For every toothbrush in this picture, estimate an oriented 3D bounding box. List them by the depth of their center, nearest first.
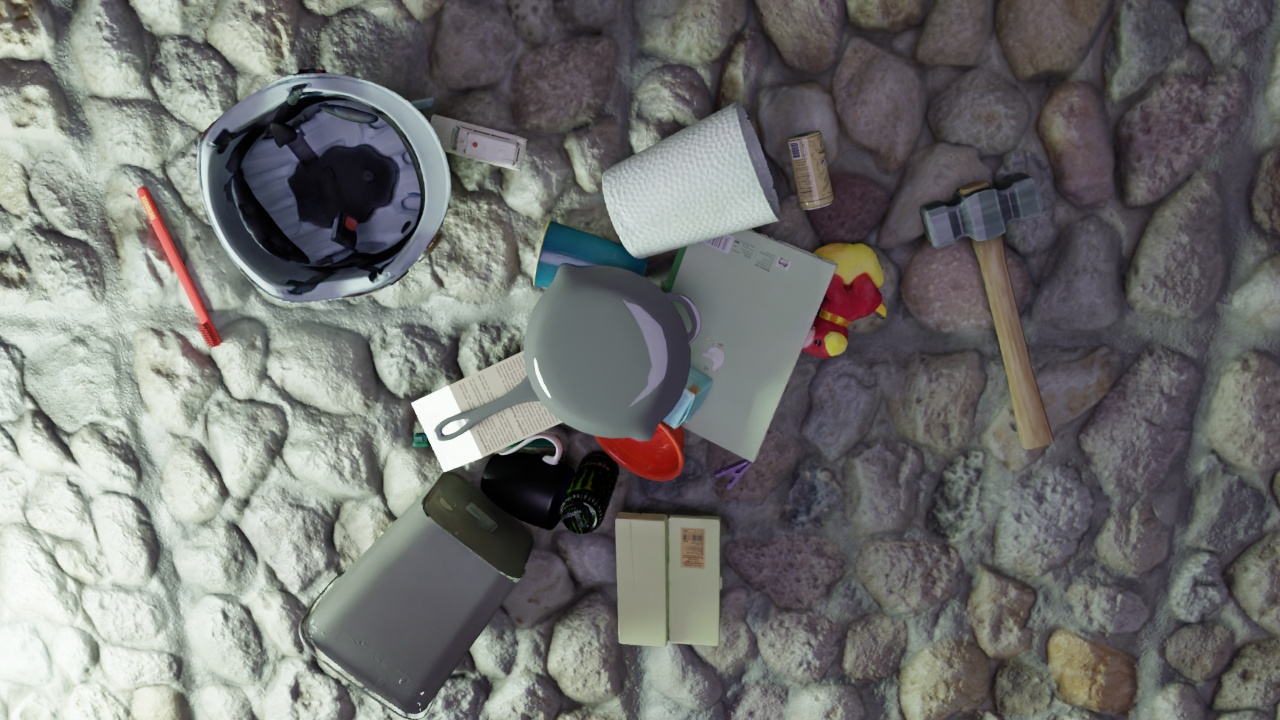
[{"bbox_3d":[-0.576,-0.113,1.142,0.012,0.017,0.212,-16,106,11],"label":"toothbrush"},{"bbox_3d":[-0.199,0.102,1.171,0.190,0.016,0.017,0,104,6],"label":"toothbrush"}]

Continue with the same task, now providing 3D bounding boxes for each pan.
[{"bbox_3d":[-0.095,0.019,1.033,0.355,0.024,0.216,-25,93,19],"label":"pan"}]

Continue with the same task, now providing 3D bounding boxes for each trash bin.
[{"bbox_3d":[0.053,-0.186,0.992,0.161,0.133,0.133,-19,105,17],"label":"trash bin"},{"bbox_3d":[-0.266,0.281,1.154,0.197,0.197,0.220,39,102,-7],"label":"trash bin"}]

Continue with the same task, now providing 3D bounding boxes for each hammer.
[{"bbox_3d":[0.414,-0.045,1.037,0.117,0.051,0.323,-17,108,12],"label":"hammer"}]

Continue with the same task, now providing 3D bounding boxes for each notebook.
[{"bbox_3d":[0.097,-0.029,1.065,0.182,0.010,0.253,26,110,19],"label":"notebook"}]

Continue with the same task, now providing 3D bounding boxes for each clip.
[{"bbox_3d":[0.113,0.139,1.149,0.046,0.014,0.050,20,112,2],"label":"clip"}]

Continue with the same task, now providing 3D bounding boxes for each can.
[{"bbox_3d":[0.187,-0.209,1.011,0.038,0.038,0.079,-12,106,10],"label":"can"},{"bbox_3d":[-0.060,0.158,1.109,0.054,0.137,0.054,2,108,7],"label":"can"}]

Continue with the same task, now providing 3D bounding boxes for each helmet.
[{"bbox_3d":[-0.328,-0.196,1.011,0.264,0.163,0.237,-22,108,6],"label":"helmet"}]

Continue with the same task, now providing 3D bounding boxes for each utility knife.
[{"bbox_3d":[-0.323,-0.284,1.061,0.177,0.015,0.022,-9,106,6],"label":"utility knife"}]

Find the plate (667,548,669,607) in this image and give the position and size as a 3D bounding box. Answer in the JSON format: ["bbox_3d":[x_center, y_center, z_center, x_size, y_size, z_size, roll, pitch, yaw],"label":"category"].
[{"bbox_3d":[0.035,0.270,1.193,0.104,0.026,0.104,2,108,7],"label":"plate"}]

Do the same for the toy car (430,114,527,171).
[{"bbox_3d":[-0.188,-0.247,1.042,0.113,0.039,0.039,15,109,2],"label":"toy car"}]

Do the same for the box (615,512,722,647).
[{"bbox_3d":[0.036,0.282,1.172,0.137,0.024,0.187,2,108,4],"label":"box"}]

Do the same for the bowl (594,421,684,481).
[{"bbox_3d":[0.005,0.084,1.107,0.130,0.045,0.131,23,142,20],"label":"bowl"}]

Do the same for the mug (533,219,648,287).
[{"bbox_3d":[-0.055,-0.110,1.057,0.121,0.078,0.078,14,109,-3],"label":"mug"}]

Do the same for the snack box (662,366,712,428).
[{"bbox_3d":[-0.006,0.006,1.065,0.175,0.074,0.053,33,112,10],"label":"snack box"}]

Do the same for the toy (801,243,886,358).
[{"bbox_3d":[0.230,-0.067,1.046,0.105,0.067,0.137,18,97,3],"label":"toy"}]

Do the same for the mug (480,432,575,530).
[{"bbox_3d":[-0.140,0.141,1.143,0.100,0.084,0.119,18,108,13],"label":"mug"}]

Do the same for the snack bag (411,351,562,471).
[{"bbox_3d":[-0.172,0.055,1.115,0.207,0.069,0.094,-24,93,14],"label":"snack bag"}]
